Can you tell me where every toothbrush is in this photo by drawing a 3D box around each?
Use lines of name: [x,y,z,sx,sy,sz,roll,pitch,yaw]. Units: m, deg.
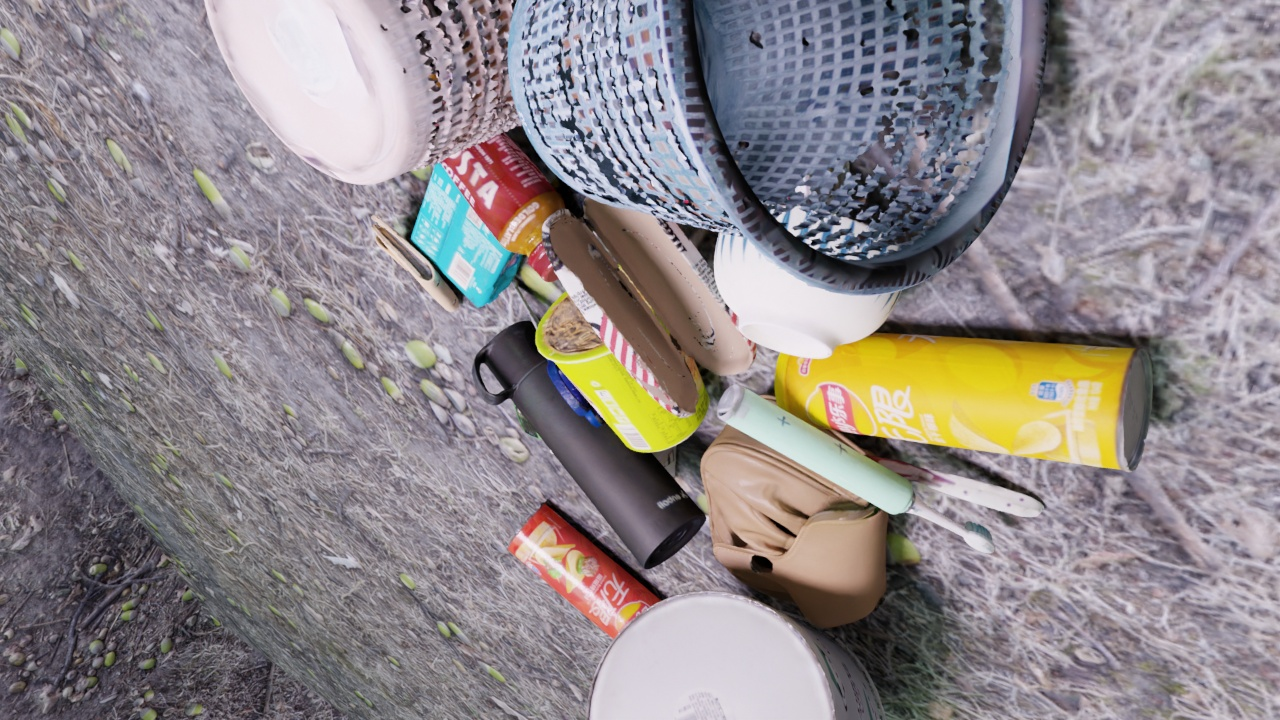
toothbrush: [0.150,0.078,0.613,0.224,0.027,0.027,29,130,-12]
toothbrush: [0.186,0.077,0.637,0.187,0.017,0.016,16,98,4]

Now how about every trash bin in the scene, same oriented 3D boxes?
trash bin: [0.082,0.301,0.755,0.230,0.229,0.252,24,165,25]
trash bin: [0.045,-0.151,0.441,0.195,0.226,0.227,13,136,54]
trash bin: [-0.130,-0.213,0.541,0.227,0.191,0.228,26,141,23]

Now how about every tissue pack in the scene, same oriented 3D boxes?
tissue pack: [-0.136,-0.114,0.765,0.093,0.050,0.134,44,144,3]

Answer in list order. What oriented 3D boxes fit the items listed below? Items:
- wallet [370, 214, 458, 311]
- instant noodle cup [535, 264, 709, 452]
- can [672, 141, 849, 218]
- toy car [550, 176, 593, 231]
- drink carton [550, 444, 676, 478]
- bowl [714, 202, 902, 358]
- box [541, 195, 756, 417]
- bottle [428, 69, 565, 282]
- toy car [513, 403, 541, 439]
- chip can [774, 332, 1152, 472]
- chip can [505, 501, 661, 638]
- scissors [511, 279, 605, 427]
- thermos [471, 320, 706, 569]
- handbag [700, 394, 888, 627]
wallet: [-0.210,-0.089,0.847,0.087,0.024,0.115,47,174,7]
instant noodle cup: [-0.004,0.004,0.721,0.112,0.111,0.123,6,139,41]
can: [0.059,-0.115,0.574,0.133,0.053,0.053,8,131,39]
toy car: [-0.037,-0.128,0.671,0.049,0.031,0.106,51,156,-2]
drink carton: [-0.026,0.080,0.861,0.122,0.045,0.054,23,135,26]
bowl: [0.097,-0.041,0.557,0.116,0.066,0.116,17,169,3]
box: [0.012,-0.046,0.602,0.088,0.076,0.162,-34,104,21]
bottle: [-0.107,-0.136,0.679,0.175,0.057,0.058,52,146,11]
toy car: [-0.104,0.037,0.904,0.043,0.036,0.091,18,133,33]
chip can: [0.191,0.020,0.568,0.214,0.071,0.072,7,131,40]
chip can: [-0.051,0.255,1.041,0.216,0.073,0.073,38,144,8]
scissors: [-0.072,-0.008,0.789,0.108,0.012,0.174,47,-170,-31]
thermos: [-0.054,0.072,0.794,0.242,0.089,0.069,47,141,22]
handbag: [0.120,0.129,0.723,0.148,0.099,0.205,20,145,28]
